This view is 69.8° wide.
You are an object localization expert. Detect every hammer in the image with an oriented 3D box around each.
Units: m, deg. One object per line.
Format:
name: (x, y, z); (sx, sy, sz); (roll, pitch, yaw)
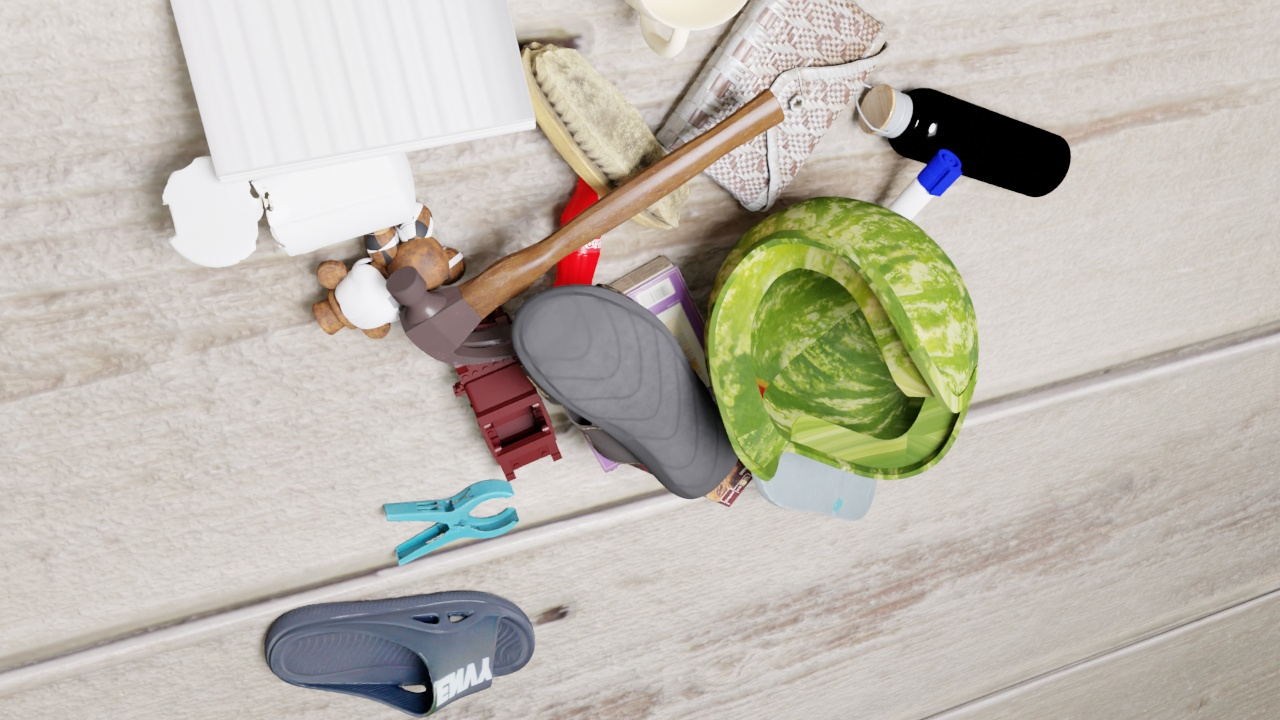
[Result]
hammer: (-0.035, -0.102, 0.689); (0.323, 0.033, 0.115); (-33, 141, 4)

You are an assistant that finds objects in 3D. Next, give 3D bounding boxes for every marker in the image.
marker: (0.236, -0.133, 0.826); (0.023, 0.027, 0.133); (4, 146, -26)

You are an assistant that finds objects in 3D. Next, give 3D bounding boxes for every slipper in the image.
slipper: (0.169, 0.114, 0.957); (0.268, 0.055, 0.098); (32, 73, -46)
slipper: (-0.010, 0.025, 0.760); (0.113, 0.076, 0.268); (-48, 128, -3)
slipper: (-0.225, 0.291, 0.899); (0.267, 0.083, 0.111); (7, 115, -24)

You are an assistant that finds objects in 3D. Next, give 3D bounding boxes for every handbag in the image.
handbag: (0.112, -0.221, 0.744); (0.124, 0.047, 0.186); (27, 107, -33)

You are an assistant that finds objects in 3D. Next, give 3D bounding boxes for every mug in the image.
mug: (0.019, -0.276, 0.637); (0.096, 0.099, 0.120); (-5, 123, -23)

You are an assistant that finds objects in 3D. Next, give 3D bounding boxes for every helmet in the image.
helmet: (0.171, -0.019, 0.778); (0.214, 0.243, 0.246); (-27, 160, 27)

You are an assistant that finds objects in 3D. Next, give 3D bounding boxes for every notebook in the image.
notebook: (-0.187, -0.206, 0.607); (0.209, 0.009, 0.142); (-14, 94, -14)

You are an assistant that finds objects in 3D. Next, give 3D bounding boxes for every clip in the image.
clip: (-0.175, 0.162, 0.874); (0.127, 0.028, 0.114); (-22, 128, -9)

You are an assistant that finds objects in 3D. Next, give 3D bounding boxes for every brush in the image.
brush: (-0.023, -0.167, 0.707); (0.195, 0.043, 0.059); (44, 60, -38)

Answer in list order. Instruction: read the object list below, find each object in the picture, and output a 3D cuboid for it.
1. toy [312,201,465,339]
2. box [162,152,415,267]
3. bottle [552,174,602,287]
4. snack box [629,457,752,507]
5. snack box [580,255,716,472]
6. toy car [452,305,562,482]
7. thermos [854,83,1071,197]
toy: (-0.197, -0.061, 0.707); (0.113, 0.067, 0.087); (-28, 127, 6)
box: (-0.242, -0.114, 0.637); (0.166, 0.092, 0.083); (-20, 103, -8)
bottle: (-0.049, -0.100, 0.753); (0.036, 0.036, 0.119); (2, 107, -24)
snack box: (0.050, 0.099, 0.925); (0.140, 0.031, 0.051); (27, 107, -33)
snack box: (-0.005, 0.005, 0.821); (0.143, 0.040, 0.148); (-29, 115, -4)
toy car: (-0.118, 0.035, 0.795); (0.070, 0.062, 0.170); (-23, 126, -9)
thermos: (0.281, -0.200, 0.818); (0.231, 0.061, 0.061); (9, 116, -27)
